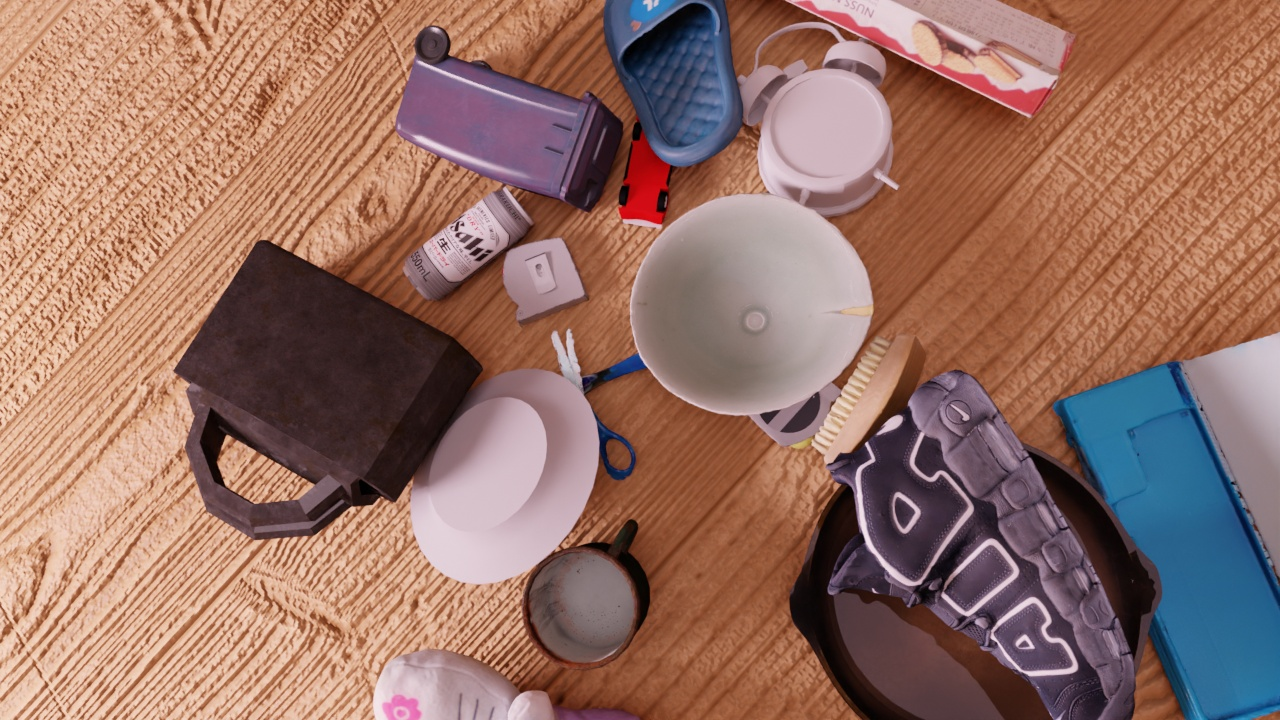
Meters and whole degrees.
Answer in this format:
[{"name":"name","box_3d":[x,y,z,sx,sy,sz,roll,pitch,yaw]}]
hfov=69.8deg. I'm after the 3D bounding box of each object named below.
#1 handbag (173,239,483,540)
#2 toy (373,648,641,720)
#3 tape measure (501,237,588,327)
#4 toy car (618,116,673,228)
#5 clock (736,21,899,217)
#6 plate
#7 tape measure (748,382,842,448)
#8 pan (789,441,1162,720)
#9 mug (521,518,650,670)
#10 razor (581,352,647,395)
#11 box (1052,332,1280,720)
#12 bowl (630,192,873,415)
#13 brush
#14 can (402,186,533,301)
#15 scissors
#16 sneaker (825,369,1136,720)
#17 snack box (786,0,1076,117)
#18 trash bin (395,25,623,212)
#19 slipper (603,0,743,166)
[{"name":"handbag","box_3d":[-0.258,0.044,0.718,0.197,0.102,0.199,28,71,11]},{"name":"toy","box_3d":[-0.091,0.279,0.669,0.209,0.085,0.138,15,118,3]},{"name":"tape measure","box_3d":[-0.080,-0.066,0.748,0.060,0.020,0.062,-21,81,5]},{"name":"toy car","box_3d":[0.008,-0.155,0.744,0.038,0.025,0.089,10,83,11]},{"name":"clock","box_3d":[0.139,-0.188,0.716,0.120,0.061,0.159,-15,77,7]},{"name":"plate","box_3d":[-0.112,0.081,0.694,0.173,0.019,0.172,-14,58,24]},{"name":"tape measure","box_3d":[0.117,0.031,0.710,0.064,0.017,0.065,41,90,11]},{"name":"pan","box_3d":[0.236,0.229,0.640,0.249,0.043,0.355,-6,76,7]},{"name":"mug","box_3d":[-0.030,0.166,0.682,0.085,0.081,0.111,29,88,10]},{"name":"razor","box_3d":[-0.004,0.004,0.730,0.141,0.018,0.044,-23,81,5]},{"name":"box","box_3d":[0.413,0.115,0.632,0.167,0.075,0.243,-26,79,34]},{"name":"bowl","box_3d":[0.084,-0.034,0.695,0.174,0.068,0.174,-3,74,11]},{"name":"brush","box_3d":[0.171,0.033,0.688,0.039,0.049,0.117,32,90,33]},{"name":"can","box_3d":[-0.140,-0.094,0.748,0.106,0.044,0.044,-37,80,2]},{"name":"scissors","box_3d":[-0.043,0.035,0.725,0.073,0.016,0.134,-9,92,9]},{"name":"sneaker","box_3d":[0.202,0.144,0.596,0.151,0.097,0.252,-25,73,7]},{"name":"snack box","box_3d":[0.193,-0.276,0.706,0.273,0.044,0.076,29,52,10]},{"name":"trash bin","box_3d":[-0.100,-0.188,0.730,0.161,0.093,0.092,22,96,12]},{"name":"slipper","box_3d":[0.020,-0.249,0.722,0.104,0.059,0.213,-20,67,20]}]
